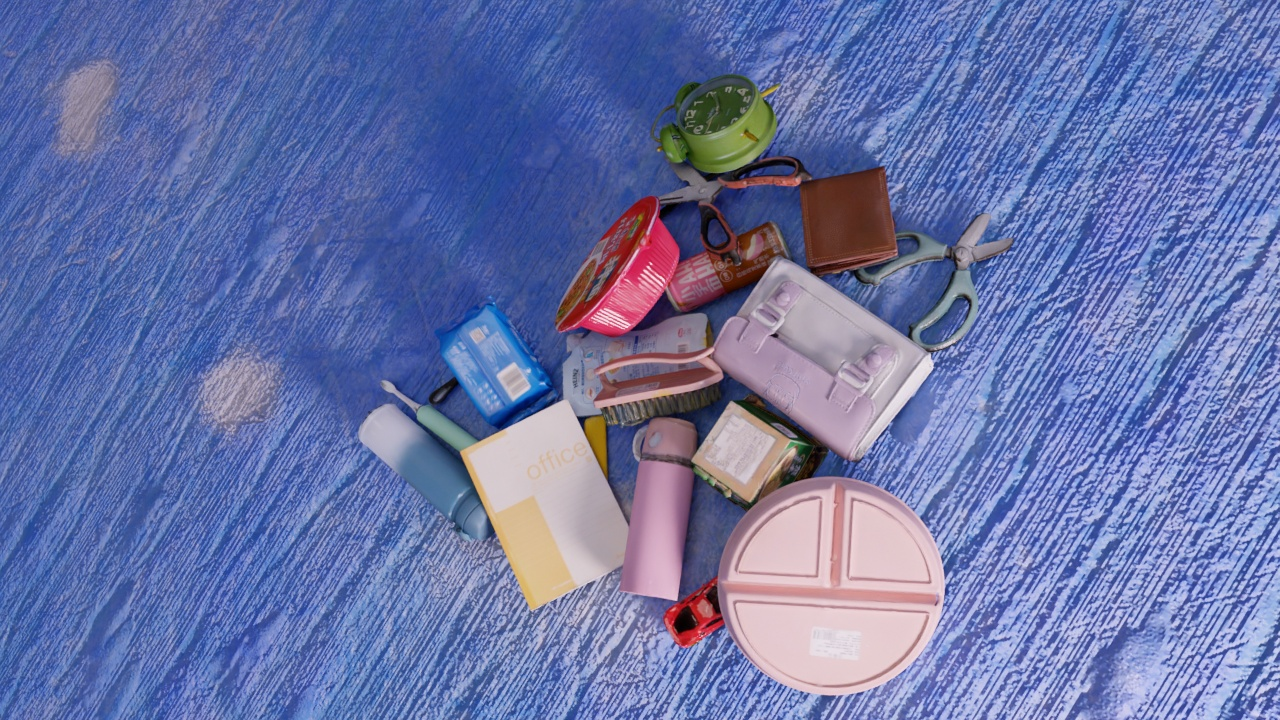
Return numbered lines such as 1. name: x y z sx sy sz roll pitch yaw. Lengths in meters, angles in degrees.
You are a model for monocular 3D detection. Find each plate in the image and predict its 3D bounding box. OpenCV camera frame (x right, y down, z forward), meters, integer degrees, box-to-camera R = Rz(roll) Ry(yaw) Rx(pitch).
1. plate: 0.193 0.232 0.929 0.229 0.028 0.229 0 95 3

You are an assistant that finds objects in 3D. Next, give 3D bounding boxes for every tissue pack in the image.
1. tissue pack: -0.180 0.005 1.136 0.095 0.052 0.157 -35 87 9

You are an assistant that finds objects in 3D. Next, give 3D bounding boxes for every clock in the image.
1. clock: 0.085 -0.286 1.102 0.161 0.056 0.116 5 59 33

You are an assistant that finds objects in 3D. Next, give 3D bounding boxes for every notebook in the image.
1. notebook: -0.106 0.166 1.074 0.146 0.010 0.206 -26 78 -2

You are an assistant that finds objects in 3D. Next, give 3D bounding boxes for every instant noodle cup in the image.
1. instant noodle cup: -0.019 -0.097 1.070 0.066 0.194 0.194 35 91 -19

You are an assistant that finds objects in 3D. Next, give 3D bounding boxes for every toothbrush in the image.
1. toothbrush: 0.056 -0.207 1.133 0.189 0.017 0.014 -37 59 10
2. toothbrush: -0.256 0.083 1.174 0.224 0.027 0.026 32 82 23

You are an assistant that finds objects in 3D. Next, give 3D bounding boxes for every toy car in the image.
1. toy car: 0.075 0.272 1.009 0.106 0.031 0.049 -35 70 7

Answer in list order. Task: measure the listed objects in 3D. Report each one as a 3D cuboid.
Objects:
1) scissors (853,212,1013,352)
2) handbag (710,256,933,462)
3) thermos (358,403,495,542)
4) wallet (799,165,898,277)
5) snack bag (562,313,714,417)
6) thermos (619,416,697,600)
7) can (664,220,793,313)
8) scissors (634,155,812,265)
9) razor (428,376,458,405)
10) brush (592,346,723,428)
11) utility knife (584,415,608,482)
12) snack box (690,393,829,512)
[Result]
1. scissors: 0.313 -0.102 1.014 0.179 0.019 0.173 30 90 24
2. handbag: 0.192 -0.001 0.997 0.197 0.098 0.145 37 97 24
3. thermos: -0.259 0.139 1.141 0.220 0.070 0.070 36 91 23
4. wallet: 0.236 -0.160 1.041 0.101 0.032 0.124 -10 63 18
5. snack bag: -0.006 0.006 1.095 0.191 0.038 0.110 -8 82 19
6. thermos: 0.015 0.165 1.035 0.087 0.067 0.198 -5 71 41
7. can: 0.101 -0.108 1.071 0.147 0.058 0.058 -24 71 14
8. scissors: 0.092 -0.198 1.083 0.189 0.015 0.222 -35 51 5
9. razor: -0.218 0.008 1.180 0.143 0.022 0.042 -42 89 7
10. brush: 0.021 0.026 1.028 0.146 0.063 0.073 -11 103 18
11. utility knife: -0.050 0.137 1.093 0.033 0.015 0.154 -2 76 2
12. snack box: 0.121 0.102 0.990 0.118 0.105 0.117 33 90 23
